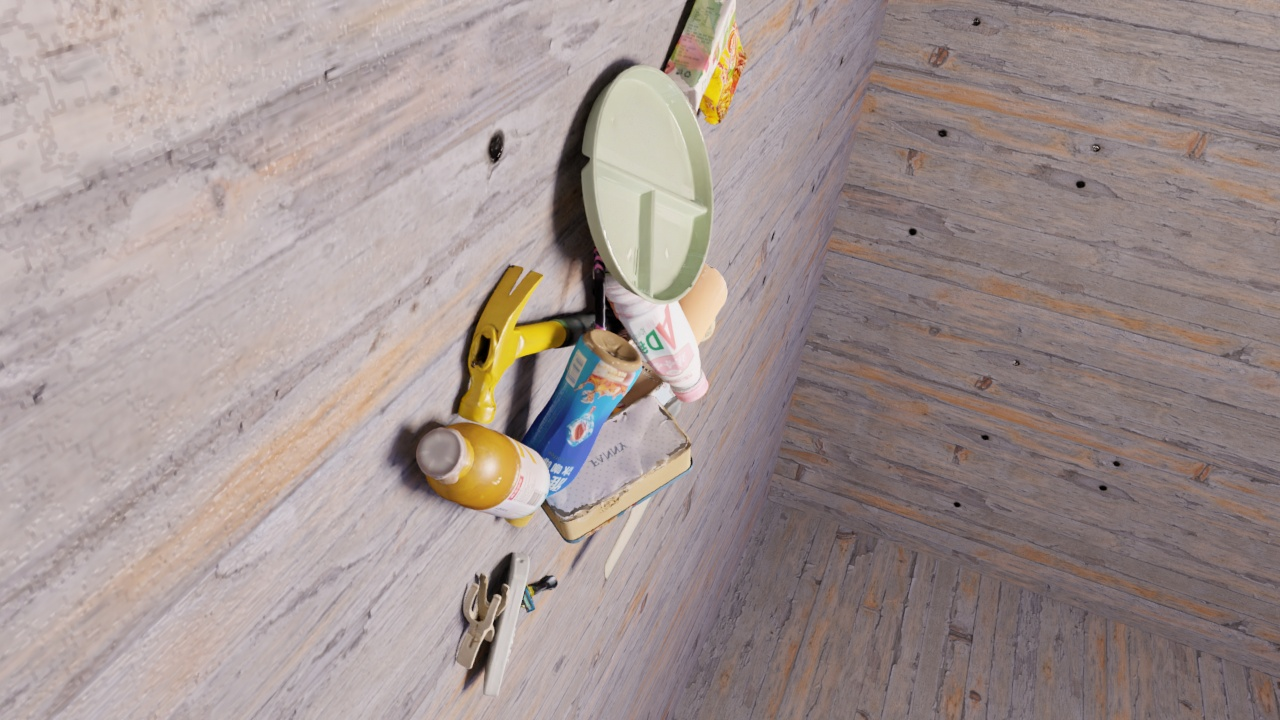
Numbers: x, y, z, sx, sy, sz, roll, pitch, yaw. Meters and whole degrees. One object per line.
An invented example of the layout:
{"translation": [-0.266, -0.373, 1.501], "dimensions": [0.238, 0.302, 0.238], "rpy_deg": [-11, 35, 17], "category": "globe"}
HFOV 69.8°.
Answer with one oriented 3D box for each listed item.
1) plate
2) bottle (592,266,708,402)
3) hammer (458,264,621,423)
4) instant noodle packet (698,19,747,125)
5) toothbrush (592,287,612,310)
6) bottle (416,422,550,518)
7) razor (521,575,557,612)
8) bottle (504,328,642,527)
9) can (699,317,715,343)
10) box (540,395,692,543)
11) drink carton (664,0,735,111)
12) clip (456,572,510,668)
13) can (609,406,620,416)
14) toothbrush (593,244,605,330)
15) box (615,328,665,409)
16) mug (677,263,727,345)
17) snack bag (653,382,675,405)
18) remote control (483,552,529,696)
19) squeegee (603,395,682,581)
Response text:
{"translation": [0.010, -0.168, 0.896], "dimensions": [0.229, 0.028, 0.230], "rpy_deg": [3, 87, -59], "category": "plate"}
{"translation": [0.019, -0.036, 0.993], "dimensions": [0.197, 0.068, 0.068], "rpy_deg": [59, 44, -33], "category": "bottle"}
{"translation": [-0.081, -0.026, 0.873], "dimensions": [0.300, 0.033, 0.129], "rpy_deg": [-19, 126, -71], "category": "hammer"}
{"translation": [0.092, -0.354, 1.093], "dimensions": [0.128, 0.044, 0.110], "rpy_deg": [28, 76, -74], "category": "instant noodle packet"}
{"translation": [-0.028, -0.061, 1.058], "dimensions": [0.189, 0.014, 0.016], "rpy_deg": [43, 44, -74], "category": "toothbrush"}
{"translation": [-0.130, 0.091, 0.761], "dimensions": [0.189, 0.068, 0.068], "rpy_deg": [52, 57, -72], "category": "bottle"}
{"translation": [-0.124, 0.269, 1.079], "dimensions": [0.042, 0.022, 0.142], "rpy_deg": [65, 7, 10], "category": "razor"}
{"translation": [-0.074, 0.073, 0.884], "dimensions": [0.219, 0.065, 0.065], "rpy_deg": [-60, 170, 23], "category": "bottle"}
{"translation": [0.079, -0.078, 1.328], "dimensions": [0.116, 0.058, 0.058], "rpy_deg": [82, 29, -58], "category": "can"}
{"translation": [-0.026, 0.111, 0.984], "dimensions": [0.184, 0.089, 0.063], "rpy_deg": [-27, 149, -18], "category": "box"}
{"translation": [0.063, -0.340, 0.998], "dimensions": [0.053, 0.045, 0.122], "rpy_deg": [63, 47, -76], "category": "drink carton"}
{"translation": [-0.161, 0.261, 0.924], "dimensions": [0.072, 0.035, 0.100], "rpy_deg": [-50, 162, -57], "category": "clip"}
{"translation": [-0.027, 0.122, 1.182], "dimensions": [0.058, 0.058, 0.146], "rpy_deg": [28, 80, -75], "category": "can"}
{"translation": [-0.041, -0.085, 0.894], "dimensions": [0.017, 0.014, 0.189], "rpy_deg": [-6, 97, -61], "category": "toothbrush"}
{"translation": [-0.006, 0.007, 1.073], "dimensions": [0.076, 0.086, 0.162], "rpy_deg": [-37, -179, 19], "category": "box"}
{"translation": [0.051, -0.055, 1.092], "dimensions": [0.122, 0.078, 0.078], "rpy_deg": [-62, 163, -49], "category": "mug"}
{"translation": [0.005, 0.097, 1.306], "dimensions": [0.110, 0.039, 0.190], "rpy_deg": [68, 45, -71], "category": "snack bag"}
{"translation": [-0.143, 0.282, 0.985], "dimensions": [0.058, 0.021, 0.150], "rpy_deg": [-116, -140, -74], "category": "remote control"}
{"translation": [0.012, 0.132, 1.240], "dimensions": [0.245, 0.039, 0.247], "rpy_deg": [-55, 166, -51], "category": "squeegee"}
